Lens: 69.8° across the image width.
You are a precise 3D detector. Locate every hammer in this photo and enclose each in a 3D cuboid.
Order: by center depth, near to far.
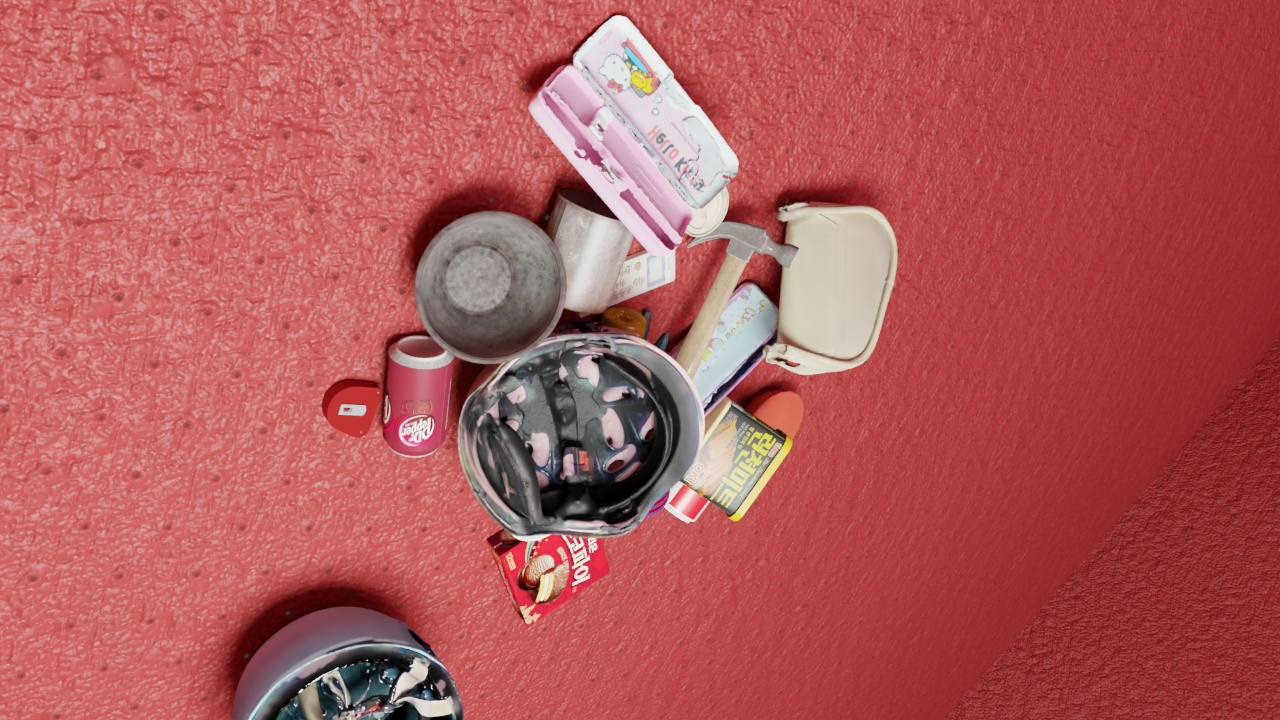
[{"bbox_3d":[0.063,-0.012,1.097,0.331,0.119,0.030,-65,175,10],"label":"hammer"}]

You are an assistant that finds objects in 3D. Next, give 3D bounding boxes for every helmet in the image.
[{"bbox_3d":[-0.329,0.367,0.988,0.225,0.167,0.266,-37,138,-18],"label":"helmet"},{"bbox_3d":[-0.065,0.066,0.991,0.255,0.152,0.230,-19,107,-1],"label":"helmet"}]

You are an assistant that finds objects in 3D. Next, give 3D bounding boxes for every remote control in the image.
[{"bbox_3d":[-0.016,-0.094,1.051,0.135,0.011,0.050,-24,131,-27],"label":"remote control"}]

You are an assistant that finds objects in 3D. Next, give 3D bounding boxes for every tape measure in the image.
[{"bbox_3d":[-0.289,0.049,0.911,0.051,0.019,0.059,6,114,-43],"label":"tape measure"}]

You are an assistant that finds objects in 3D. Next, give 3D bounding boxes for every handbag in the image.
[{"bbox_3d":[0.217,-0.087,1.166,0.183,0.132,0.228,16,72,-36],"label":"handbag"}]

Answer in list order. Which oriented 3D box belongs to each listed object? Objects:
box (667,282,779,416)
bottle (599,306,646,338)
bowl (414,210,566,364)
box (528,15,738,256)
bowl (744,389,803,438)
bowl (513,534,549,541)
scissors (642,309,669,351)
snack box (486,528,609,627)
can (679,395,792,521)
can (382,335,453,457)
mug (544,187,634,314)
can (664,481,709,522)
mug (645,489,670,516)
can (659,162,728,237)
[{"bbox_3d":[0.087,-0.001,1.180,0.213,0.090,0.092,-43,94,-16],"label":"box"},{"bbox_3d":[-0.038,0.030,1.087,0.053,0.053,0.186,-8,123,-37],"label":"bottle"},{"bbox_3d":[-0.151,-0.075,0.890,0.144,0.067,0.145,-6,105,-21],"label":"bowl"},{"bbox_3d":[-0.006,-0.215,0.899,0.201,0.059,0.155,48,58,-21],"label":"box"},{"bbox_3d":[0.180,0.090,1.331,0.121,0.035,0.122,-22,131,-28],"label":"bowl"},{"bbox_3d":[-0.127,0.160,1.103,0.104,0.054,0.105,-23,131,-30],"label":"bowl"},{"bbox_3d":[-0.002,0.007,1.101,0.019,0.120,0.151,7,155,-30],"label":"scissors"},{"bbox_3d":[-0.116,0.254,1.191,0.132,0.036,0.152,-30,134,-21],"label":"snack box"},{"bbox_3d":[0.115,0.124,1.193,0.101,0.072,0.131,34,93,-9],"label":"can"},{"bbox_3d":[-0.225,0.036,0.924,0.063,0.063,0.114,-10,124,-36],"label":"can"},{"bbox_3d":[-0.053,-0.115,0.958,0.110,0.096,0.122,-63,163,21],"label":"mug"},{"bbox_3d":[0.083,0.153,1.266,0.132,0.070,0.070,-53,138,3],"label":"can"},{"bbox_3d":[-0.015,0.155,1.173,0.112,0.075,0.076,-13,149,-10],"label":"mug"},{"bbox_3d":[0.047,-0.178,0.997,0.067,0.076,0.067,-22,130,-29],"label":"can"}]
